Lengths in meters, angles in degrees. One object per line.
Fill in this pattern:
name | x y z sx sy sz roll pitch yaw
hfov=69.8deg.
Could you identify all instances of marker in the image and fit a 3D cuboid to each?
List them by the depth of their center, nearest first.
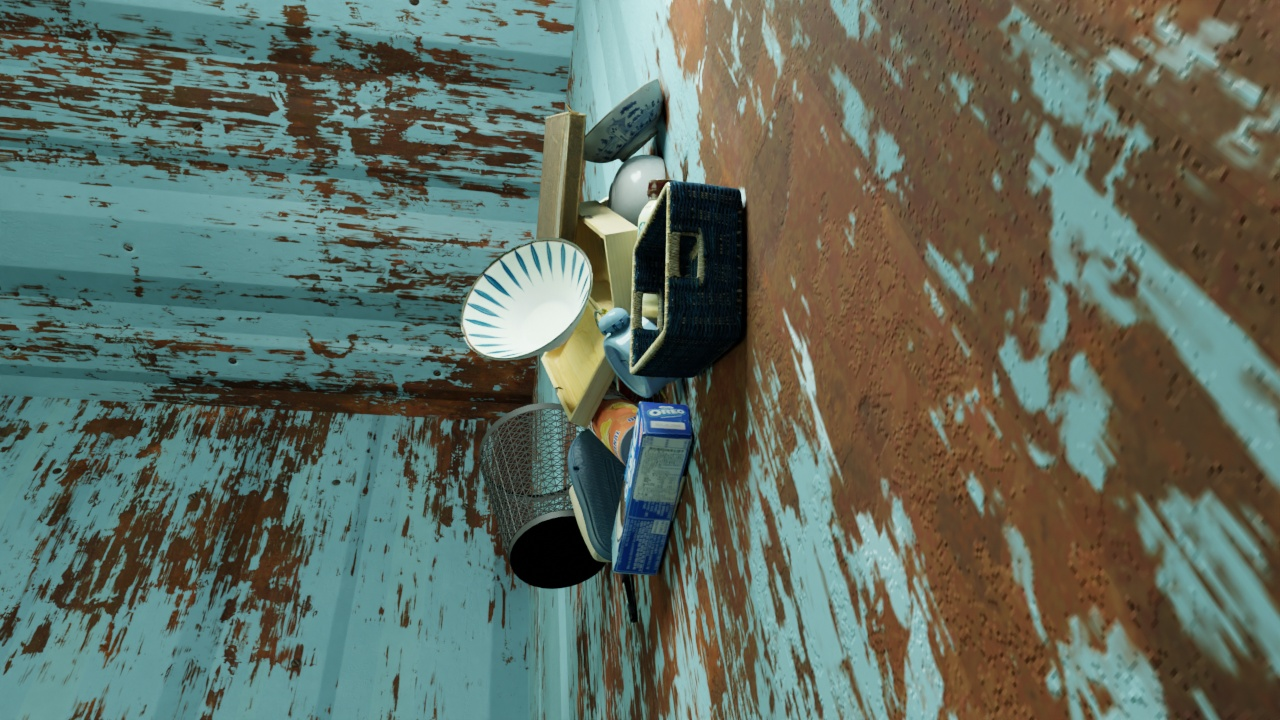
marker | -0.017 0.306 1.251 0.122 0.015 0.018 -105 17 -54

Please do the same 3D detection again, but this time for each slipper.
slipper | -0.040 0.170 1.188 0.059 0.103 0.213 100 165 -47

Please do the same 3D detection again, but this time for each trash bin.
trash bin | -0.149 0.230 1.519 0.243 0.216 0.217 -111 25 -52

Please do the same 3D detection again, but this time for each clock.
clock | -0.008 -0.012 1.028 0.124 0.051 0.089 44 163 20

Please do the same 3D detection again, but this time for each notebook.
notebook | -0.103 -0.219 1.202 0.190 0.034 0.215 -142 56 -71

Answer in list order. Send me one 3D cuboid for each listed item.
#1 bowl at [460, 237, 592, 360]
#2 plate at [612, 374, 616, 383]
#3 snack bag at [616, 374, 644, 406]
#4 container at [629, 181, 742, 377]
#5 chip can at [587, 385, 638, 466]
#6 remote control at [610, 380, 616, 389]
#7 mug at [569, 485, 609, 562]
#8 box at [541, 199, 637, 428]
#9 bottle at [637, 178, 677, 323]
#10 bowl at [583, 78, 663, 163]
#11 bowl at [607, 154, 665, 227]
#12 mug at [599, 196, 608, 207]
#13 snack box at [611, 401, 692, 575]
bowl | -0.125 -0.059 1.118 0.071 0.177 0.177 53 -154 -49
plate | -0.060 -0.021 1.480 0.173 0.019 0.173 16 109 57
snack bag | -0.007 0.007 1.236 0.116 0.036 0.076 107 164 -54
container | 0.041 -0.069 0.881 0.188 0.071 0.145 129 143 -74
chip can | -0.029 0.077 1.152 0.210 0.062 0.062 -147 60 -67
remote control | -0.056 0.042 1.453 0.125 0.010 0.039 32 122 53
mug | -0.040 0.221 1.254 0.111 0.085 0.104 59 -169 -54
box | -0.062 -0.071 1.208 0.247 0.096 0.261 -127 52 -67
bottle | 0.023 -0.124 1.049 0.056 0.056 0.162 -177 91 -80
bowl | -0.018 -0.313 1.252 0.057 0.150 0.151 50 173 -7
bowl | -0.010 -0.213 1.250 0.132 0.064 0.132 -177 91 -80
mug | -0.029 -0.232 1.394 0.122 0.081 0.097 -61 10 17
snack box | 0.010 0.148 1.028 0.059 0.059 0.227 -92 10 -51
